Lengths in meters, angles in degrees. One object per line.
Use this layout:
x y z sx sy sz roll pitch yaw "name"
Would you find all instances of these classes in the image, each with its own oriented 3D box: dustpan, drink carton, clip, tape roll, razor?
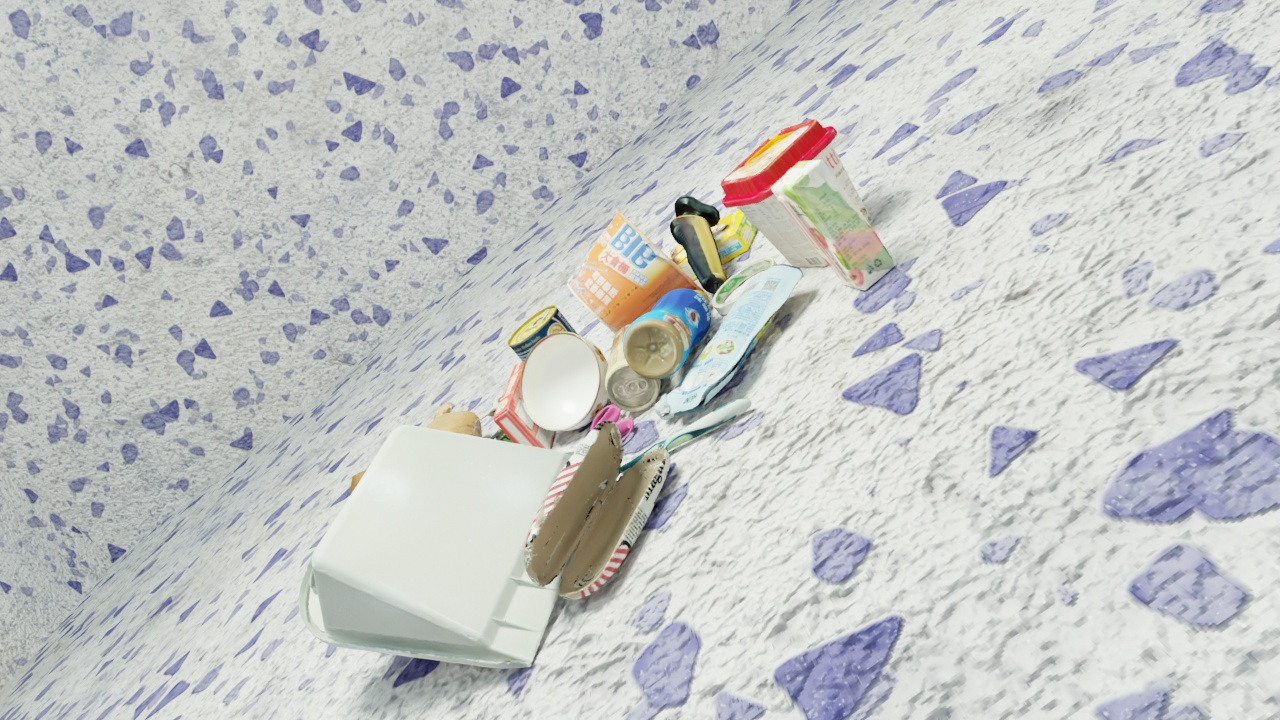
-0.184 0.173 0.835 0.143 0.258 0.222 99 -170 -46 "dustpan"
0.174 -0.122 0.836 0.045 0.122 0.053 -42 18 -3 "drink carton"
-0.181 0.071 1.238 0.035 0.072 0.100 -32 13 19 "clip"
0.119 -0.084 1.039 0.086 0.014 0.085 -36 18 13 "tape roll"
0.079 -0.143 1.142 0.067 0.062 0.167 -15 43 0 "razor"

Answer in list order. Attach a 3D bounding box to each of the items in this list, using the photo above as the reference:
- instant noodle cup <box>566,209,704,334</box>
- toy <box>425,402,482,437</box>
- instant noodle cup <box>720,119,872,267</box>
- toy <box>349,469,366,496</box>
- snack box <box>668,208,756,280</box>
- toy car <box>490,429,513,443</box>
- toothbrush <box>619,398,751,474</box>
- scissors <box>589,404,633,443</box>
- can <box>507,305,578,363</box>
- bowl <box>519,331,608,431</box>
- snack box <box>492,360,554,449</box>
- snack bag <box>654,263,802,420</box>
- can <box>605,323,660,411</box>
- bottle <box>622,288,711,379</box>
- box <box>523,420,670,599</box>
-0.011 -0.095 1.133 0.111 0.151 0.151 -47 17 6 "instant noodle cup"
-0.270 0.118 1.239 0.144 0.082 0.225 -23 20 21 "toy"
0.167 -0.169 0.962 0.116 0.124 0.117 -43 18 -12 "instant noodle cup"
-0.225 0.152 1.002 0.200 0.130 0.140 -25 -18 12 "toy"
0.091 -0.149 1.228 0.141 0.034 0.086 -25 24 35 "snack box"
-0.173 0.107 1.136 0.091 0.036 0.043 -42 18 -9 "toy car"
0.022 0.081 0.831 0.192 0.016 0.018 -31 29 28 "toothbrush"
-0.053 0.097 0.952 0.134 0.017 0.113 -52 25 -22 "scissors"
-0.100 -0.002 1.129 0.075 0.111 0.075 -34 19 13 "can"
-0.076 0.026 1.057 0.114 0.113 0.062 -31 -22 27 "bowl"
-0.133 0.057 1.109 0.025 0.075 0.152 -34 18 16 "snack box"
0.086 -0.015 0.896 0.111 0.039 0.190 -17 30 54 "snack bag"
-0.006 0.006 0.999 0.059 0.058 0.116 -35 18 17 "can"
0.039 -0.040 0.985 0.065 0.065 0.218 -33 6 22 "bottle"
-0.027 0.125 0.758 0.088 0.076 0.162 10 41 20 "box"
